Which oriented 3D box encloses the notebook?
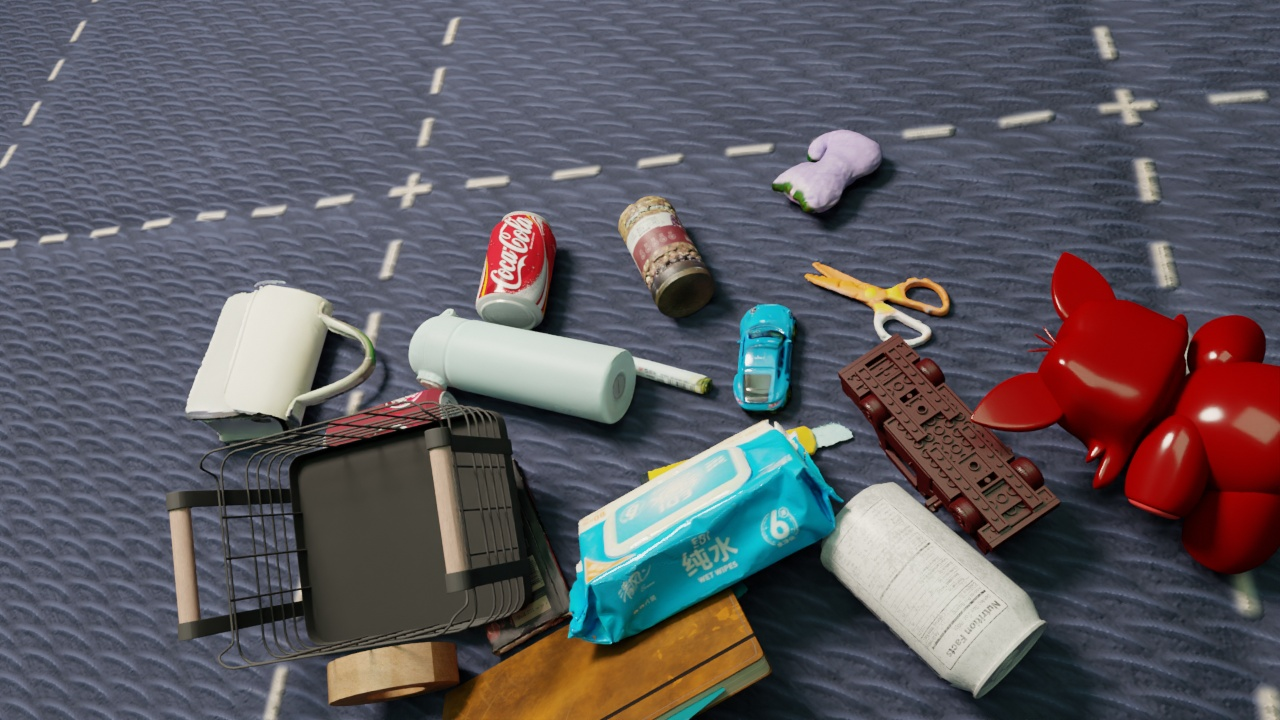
[{"bbox_3d":[-0.026,0.220,0.622,0.249,0.014,0.178,-30,16,0],"label":"notebook"}]

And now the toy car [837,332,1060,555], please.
[{"bbox_3d":[0.219,0.063,0.670,0.070,0.062,0.169,-33,55,-3],"label":"toy car"}]

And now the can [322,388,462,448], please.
[{"bbox_3d":[-0.217,0.068,0.813,0.114,0.063,0.063,-18,56,8],"label":"can"}]

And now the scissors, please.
[{"bbox_3d":[0.191,-0.050,0.779,0.131,0.012,0.073,20,68,27],"label":"scissors"}]

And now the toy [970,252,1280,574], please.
[{"bbox_3d":[0.346,0.029,0.614,0.197,0.120,0.158,29,75,20],"label":"toy"}]

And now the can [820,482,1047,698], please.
[{"bbox_3d":[0.193,0.151,0.616,0.078,0.078,0.136,-41,56,-8],"label":"can"}]

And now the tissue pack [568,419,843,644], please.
[{"bbox_3d":[0.036,0.123,0.667,0.209,0.066,0.117,-30,15,4],"label":"tissue pack"}]

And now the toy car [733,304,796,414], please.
[{"bbox_3d":[0.103,-0.005,0.769,0.048,0.032,0.105,0,59,19],"label":"toy car"}]

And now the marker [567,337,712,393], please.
[{"bbox_3d":[-0.005,0.005,0.809,0.147,0.017,0.017,16,66,26],"label":"marker"}]

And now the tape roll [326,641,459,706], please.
[{"bbox_3d":[-0.183,0.233,0.682,0.094,0.094,0.027,-15,67,9],"label":"tape roll"}]

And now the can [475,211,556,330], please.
[{"bbox_3d":[-0.116,-0.085,0.871,0.064,0.064,0.104,-3,59,17],"label":"can"}]

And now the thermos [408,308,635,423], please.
[{"bbox_3d":[-0.109,0.005,0.814,0.207,0.065,0.077,11,66,24],"label":"thermos"}]

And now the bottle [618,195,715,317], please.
[{"bbox_3d":[0.023,-0.095,0.836,0.056,0.056,0.105,-27,55,2],"label":"bottle"}]

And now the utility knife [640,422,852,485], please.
[{"bbox_3d":[0.083,0.080,0.733,0.175,0.017,0.030,-18,61,8],"label":"utility knife"}]

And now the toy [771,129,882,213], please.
[{"bbox_3d":[0.170,-0.176,0.848,0.099,0.036,0.080,-37,46,-11],"label":"toy"}]

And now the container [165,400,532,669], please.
[{"bbox_3d":[-0.211,0.130,0.691,0.242,0.130,0.162,-14,79,18],"label":"container"}]

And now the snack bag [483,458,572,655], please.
[{"bbox_3d":[-0.111,0.156,0.751,0.074,0.018,0.155,-29,55,1],"label":"snack bag"}]

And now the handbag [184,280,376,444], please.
[{"bbox_3d":[-0.341,-0.002,0.892,0.176,0.074,0.151,-3,59,16],"label":"handbag"}]
